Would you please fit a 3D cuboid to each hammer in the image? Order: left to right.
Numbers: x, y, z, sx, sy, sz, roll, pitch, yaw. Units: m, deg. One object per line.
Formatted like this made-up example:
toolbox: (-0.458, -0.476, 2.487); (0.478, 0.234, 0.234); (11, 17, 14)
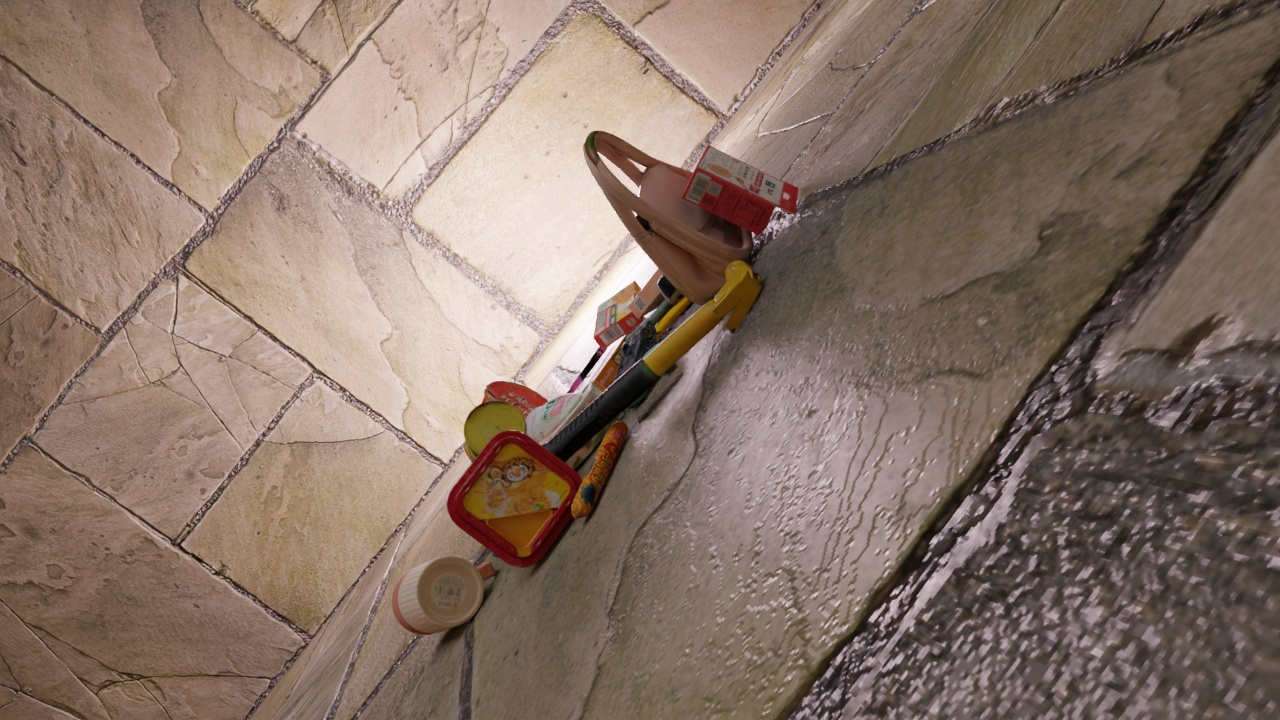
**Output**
hammer: (0.010, 0.009, 0.969); (0.301, 0.033, 0.128); (-42, 11, 13)

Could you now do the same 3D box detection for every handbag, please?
handbag: (0.023, -0.192, 1.114); (0.094, 0.234, 0.193); (-47, 19, 27)

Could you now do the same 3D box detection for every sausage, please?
sausage: (-0.040, 0.109, 0.935); (0.022, 0.021, 0.164); (-46, 10, 33)

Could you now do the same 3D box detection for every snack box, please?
snack box: (-0.041, 0.001, 1.389); (0.075, 0.026, 0.153); (-41, 13, 53)
snack box: (-0.032, -0.072, 1.423); (0.077, 0.027, 0.155); (-35, 18, 13)
snack box: (0.050, -0.125, 1.304); (0.084, 0.026, 0.158); (-31, -12, -43)
snack box: (0.121, -0.200, 1.099); (0.113, 0.127, 0.044); (-65, 1, -61)

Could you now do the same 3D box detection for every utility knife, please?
utility knife: (0.062, -0.078, 1.215); (0.217, 0.015, 0.033); (-46, 13, 26)

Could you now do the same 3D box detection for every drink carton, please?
drink carton: (-0.077, 0.090, 1.104); (0.122, 0.053, 0.045); (-50, 10, 11)

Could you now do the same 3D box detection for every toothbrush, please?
toothbrush: (-0.065, -0.008, 1.410); (0.018, 0.014, 0.188); (-27, 23, 50)

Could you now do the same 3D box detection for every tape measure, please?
tape measure: (0.057, -0.107, 1.234); (0.065, 0.033, 0.066); (-14, -26, -51)

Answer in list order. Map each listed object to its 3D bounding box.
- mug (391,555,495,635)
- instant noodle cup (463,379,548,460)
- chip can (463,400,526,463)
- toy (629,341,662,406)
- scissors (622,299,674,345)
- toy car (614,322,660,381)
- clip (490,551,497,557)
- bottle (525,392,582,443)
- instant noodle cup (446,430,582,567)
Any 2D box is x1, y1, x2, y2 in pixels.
mug: (-0.222, 0.266, 1.066); (0.114, 0.081, 0.106); (-21, -7, -32)
instant noodle cup: (-0.206, 0.113, 1.439); (0.109, 0.138, 0.137); (-57, 6, 22)
chip can: (-0.173, 0.131, 1.129); (0.072, 0.072, 0.222); (-55, -13, -29)
toy: (0.008, 0.015, 1.062); (0.092, 0.030, 0.096); (-54, 14, -6)
scissors: (0.032, -0.070, 1.295); (0.177, 0.019, 0.170); (-44, 0, 13)
toy car: (-0.007, 0.007, 1.156); (0.054, 0.037, 0.120); (-40, 24, 50)
clip: (-0.178, 0.232, 1.166); (0.047, 0.014, 0.057); (-52, 7, 4)
bottle: (-0.097, 0.079, 1.223); (0.068, 0.068, 0.197); (-55, 12, -25)
instant noodle cup: (-0.132, 0.150, 0.975); (0.116, 0.116, 0.124); (-53, -3, -15)
